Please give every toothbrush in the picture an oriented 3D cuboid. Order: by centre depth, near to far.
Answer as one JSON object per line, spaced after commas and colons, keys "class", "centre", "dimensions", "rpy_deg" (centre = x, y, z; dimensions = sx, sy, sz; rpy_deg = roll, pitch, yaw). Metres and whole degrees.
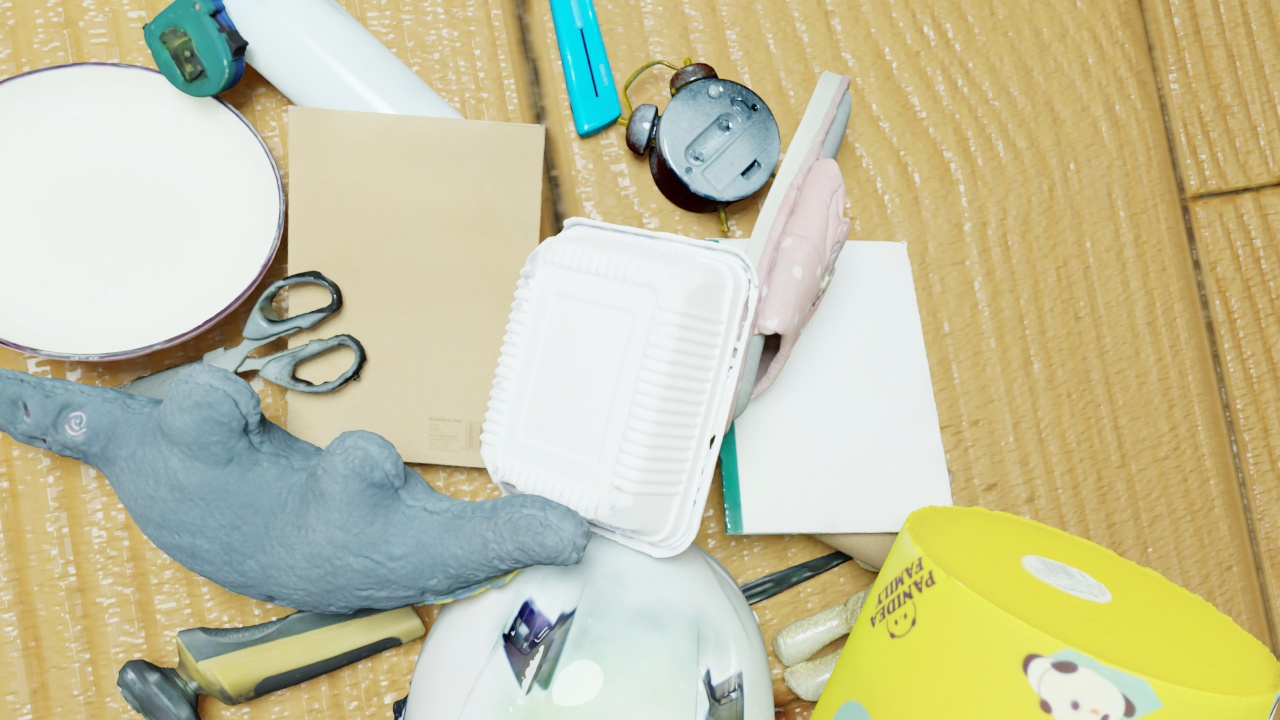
{"class": "toothbrush", "centre": [0.139, 0.138, 0.640], "dimensions": [0.181, 0.018, 0.015], "rpy_deg": [-18, 93, -11]}

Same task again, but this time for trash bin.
{"class": "trash bin", "centre": [0.189, 0.232, 0.495], "dimensions": [0.229, 0.229, 0.255], "rpy_deg": [13, 104, -11]}

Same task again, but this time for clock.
{"class": "clock", "centre": [0.039, -0.151, 0.619], "dimensions": [0.082, 0.055, 0.122], "rpy_deg": [-45, 95, -11]}

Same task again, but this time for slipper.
{"class": "slipper", "centre": [0.100, -0.071, 0.579], "dimensions": [0.054, 0.114, 0.273], "rpy_deg": [18, 61, 8]}

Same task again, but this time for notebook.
{"class": "notebook", "centre": [-0.137, -0.039, 0.552], "dimensions": [0.149, 0.012, 0.211], "rpy_deg": [4, 101, -1]}
{"class": "notebook", "centre": [0.122, 0.012, 0.612], "dimensions": [0.150, 0.012, 0.208], "rpy_deg": [0, 69, -7]}

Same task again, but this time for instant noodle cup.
{"class": "instant noodle cup", "centre": [-0.022, 0.010, 0.497], "dimensions": [0.138, 0.060, 0.173], "rpy_deg": [15, 95, 27]}

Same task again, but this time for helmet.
{"class": "helmet", "centre": [-0.029, 0.218, 0.518], "dimensions": [0.229, 0.146, 0.258], "rpy_deg": [21, 83, -3]}

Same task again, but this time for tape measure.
{"class": "tape measure", "centre": [-0.258, -0.181, 0.532], "dimensions": [0.058, 0.025, 0.054], "rpy_deg": [-19, 109, 28]}

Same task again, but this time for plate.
{"class": "plate", "centre": [-0.307, -0.083, 0.530], "dimensions": [0.192, 0.039, 0.192], "rpy_deg": [6, 66, -14]}

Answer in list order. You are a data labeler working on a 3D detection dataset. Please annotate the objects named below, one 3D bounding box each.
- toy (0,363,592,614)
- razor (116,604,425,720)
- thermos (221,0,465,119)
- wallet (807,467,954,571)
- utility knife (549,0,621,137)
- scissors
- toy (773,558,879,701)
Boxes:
{"class": "toy", "centre": [-0.201, 0.078, 0.512], "dimensions": [0.356, 0.138, 0.091], "rpy_deg": [15, 47, 6]}
{"class": "razor", "centre": [-0.213, 0.178, 0.544], "dimensions": [0.167, 0.062, 0.067], "rpy_deg": [-13, 57, -18]}
{"class": "thermos", "centre": [-0.183, -0.176, 0.570], "dimensions": [0.224, 0.073, 0.073], "rpy_deg": [42, 79, -6]}
{"class": "wallet", "centre": [0.141, 0.084, 0.611], "dimensions": [0.115, 0.033, 0.090], "rpy_deg": [25, 64, 10]}
{"class": "utility knife", "centre": [-0.050, -0.253, 0.627], "dimensions": [0.034, 0.018, 0.202], "rpy_deg": [-13, 87, -12]}
{"class": "scissors", "centre": [-0.253, -0.005, 0.545], "dimensions": [0.173, 0.014, 0.142], "rpy_deg": [16, 101, -2]}
{"class": "toy", "centre": [0.164, 0.174, 0.623], "dimensions": [0.157, 0.066, 0.105], "rpy_deg": [-29, 77, -5]}
